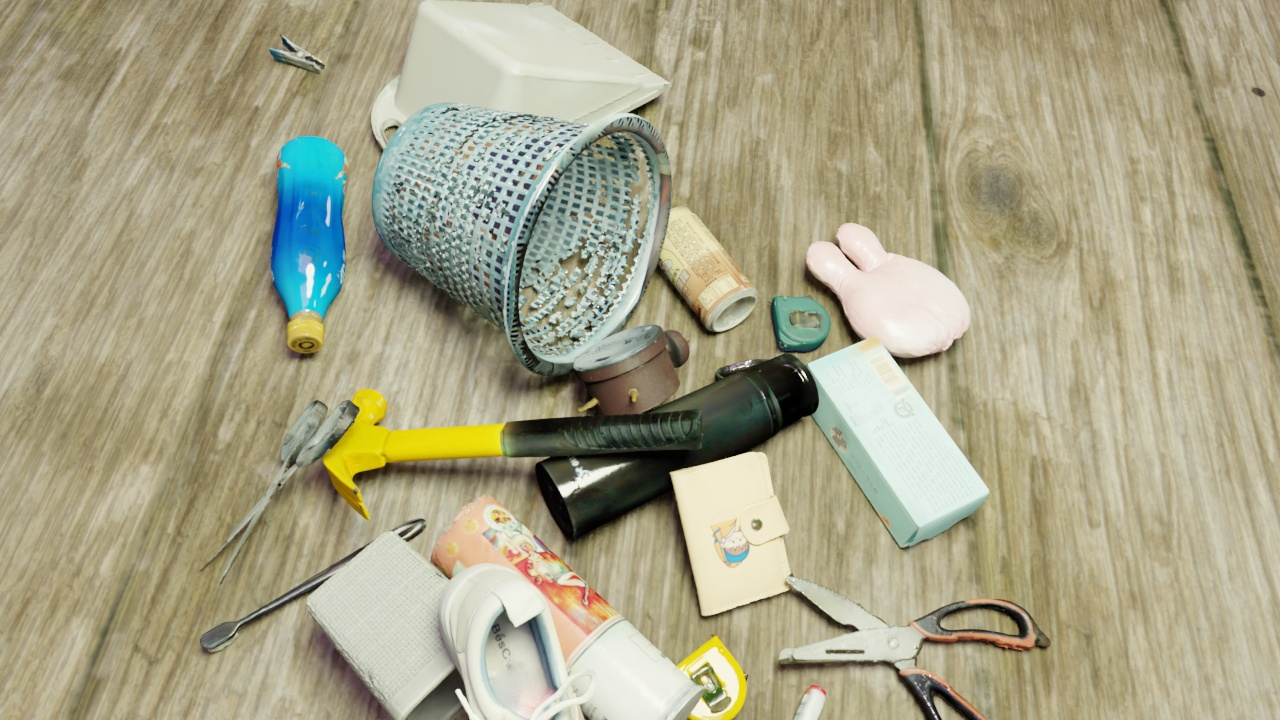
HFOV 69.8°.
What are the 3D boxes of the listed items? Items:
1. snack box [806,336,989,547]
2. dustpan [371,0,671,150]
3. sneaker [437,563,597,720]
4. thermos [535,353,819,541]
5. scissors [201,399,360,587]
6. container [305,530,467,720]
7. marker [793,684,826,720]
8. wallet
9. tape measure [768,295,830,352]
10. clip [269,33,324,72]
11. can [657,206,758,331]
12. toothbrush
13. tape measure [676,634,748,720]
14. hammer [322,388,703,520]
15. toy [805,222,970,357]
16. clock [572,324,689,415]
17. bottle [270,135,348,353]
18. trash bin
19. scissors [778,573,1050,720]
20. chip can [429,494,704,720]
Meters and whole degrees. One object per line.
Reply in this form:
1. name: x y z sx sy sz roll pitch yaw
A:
1. snack box: 0.213 0.067 0.790 0.074 0.052 0.174 -22 62 -17
2. dustpan: -0.146 -0.281 0.975 0.223 0.143 0.257 41 34 27
3. sneaker: -0.059 0.247 0.575 0.089 0.091 0.242 -17 94 -33
4. thermos: 0.030 0.063 0.774 0.242 0.068 0.090 -24 32 -21
5. scissors: -0.277 0.092 0.710 0.014 0.160 0.180 41 28 -28
6. container: -0.167 0.194 0.653 0.114 0.090 0.090 38 61 20
7. marker: 0.099 0.300 0.657 0.017 0.017 0.144 29 60 11
8. wallet: 0.076 0.134 0.725 0.087 0.024 0.115 -12 87 -18
9. tape measure: 0.151 -0.036 0.863 0.054 0.025 0.058 -1 59 -5
10. clip: -0.367 -0.327 0.986 0.058 0.027 0.043 26 74 1
11. can: 0.056 -0.086 0.863 0.058 0.059 0.116 -26 65 -20
12. toothbrush: -0.245 0.169 0.702 0.180 0.018 0.015 -29 60 -24
13. tape measure: 0.050 0.241 0.680 0.060 0.029 0.057 -31 67 -22
14. hammer: -0.102 0.062 0.711 0.301 0.033 0.128 -4 37 7
15. toy: 0.235 -0.067 0.874 0.121 0.054 0.159 -31 67 -30
16. clock: -0.005 0.005 0.784 0.121 0.082 0.055 -44 115 -53
17. bottle: -0.301 -0.106 0.834 0.065 0.065 0.218 -4 59 -9
18. trash bin: -0.112 -0.127 0.795 0.195 0.227 0.226 26 58 24
19. scissors: 0.217 0.226 0.708 0.188 0.015 0.227 -34 72 -25
20. chip can: -0.058 0.191 0.666 0.215 0.071 0.071 37 62 21
